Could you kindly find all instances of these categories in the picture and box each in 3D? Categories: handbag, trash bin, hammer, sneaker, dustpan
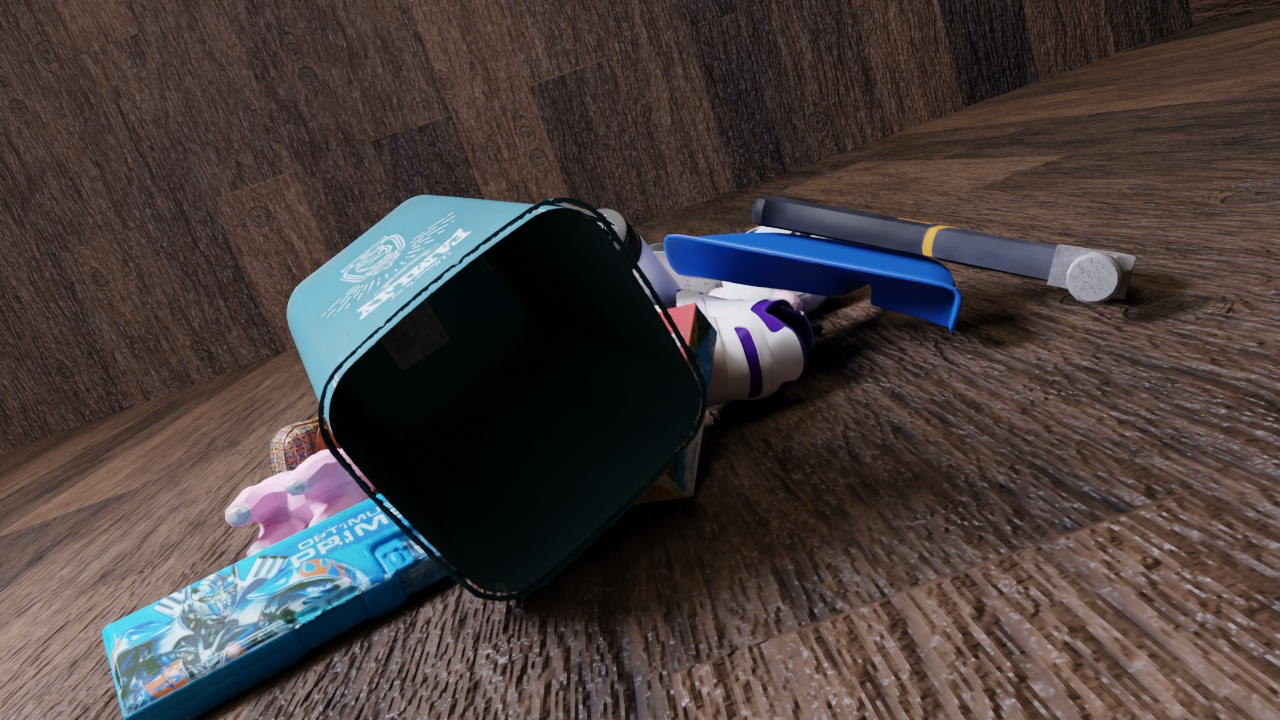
[{"bbox_3d":[-0.278,0.086,0.924,0.043,0.093,0.195,-5,14,32],"label":"handbag"},{"bbox_3d":[-0.113,-0.001,0.603,0.196,0.199,0.219,-42,34,-14],"label":"trash bin"},{"bbox_3d":[0.234,-0.099,0.756,0.313,0.035,0.139,17,16,31],"label":"hammer"},{"bbox_3d":[0.093,-0.022,0.812,0.111,0.092,0.244,-11,12,6],"label":"sneaker"},{"bbox_3d":[0.186,-0.078,0.825,0.246,0.059,0.256,15,19,28],"label":"dustpan"}]

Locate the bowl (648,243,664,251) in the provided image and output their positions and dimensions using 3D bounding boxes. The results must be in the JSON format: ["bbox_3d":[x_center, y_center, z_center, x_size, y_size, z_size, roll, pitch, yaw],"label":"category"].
[{"bbox_3d":[0.006,-0.052,1.088,0.174,0.068,0.174,-41,-22,-21],"label":"bowl"}]

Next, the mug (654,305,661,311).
[{"bbox_3d":[-0.005,0.005,0.830,0.086,0.089,0.111,-18,13,8],"label":"mug"}]

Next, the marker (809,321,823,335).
[{"bbox_3d":[0.122,-0.042,0.913,0.123,0.018,0.015,14,59,28],"label":"marker"}]

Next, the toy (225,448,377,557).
[{"bbox_3d":[-0.275,0.113,0.804,0.123,0.067,0.157,-25,7,14],"label":"toy"}]

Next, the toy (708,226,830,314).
[{"bbox_3d":[0.138,-0.079,0.986,0.139,0.101,0.179,11,50,42],"label":"toy"}]

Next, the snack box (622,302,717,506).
[{"bbox_3d":[-0.022,0.037,0.673,0.143,0.040,0.144,-12,49,30],"label":"snack box"}]

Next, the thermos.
[{"bbox_3d":[-0.014,-0.072,0.896,0.101,0.230,0.068,18,75,30],"label":"thermos"}]

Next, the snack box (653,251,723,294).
[{"bbox_3d":[0.022,-0.083,1.022,0.272,0.076,0.044,-7,6,-33],"label":"snack box"}]

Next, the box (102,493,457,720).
[{"bbox_3d":[-0.239,0.144,0.642,0.243,0.060,0.176,-25,18,-26],"label":"box"}]
